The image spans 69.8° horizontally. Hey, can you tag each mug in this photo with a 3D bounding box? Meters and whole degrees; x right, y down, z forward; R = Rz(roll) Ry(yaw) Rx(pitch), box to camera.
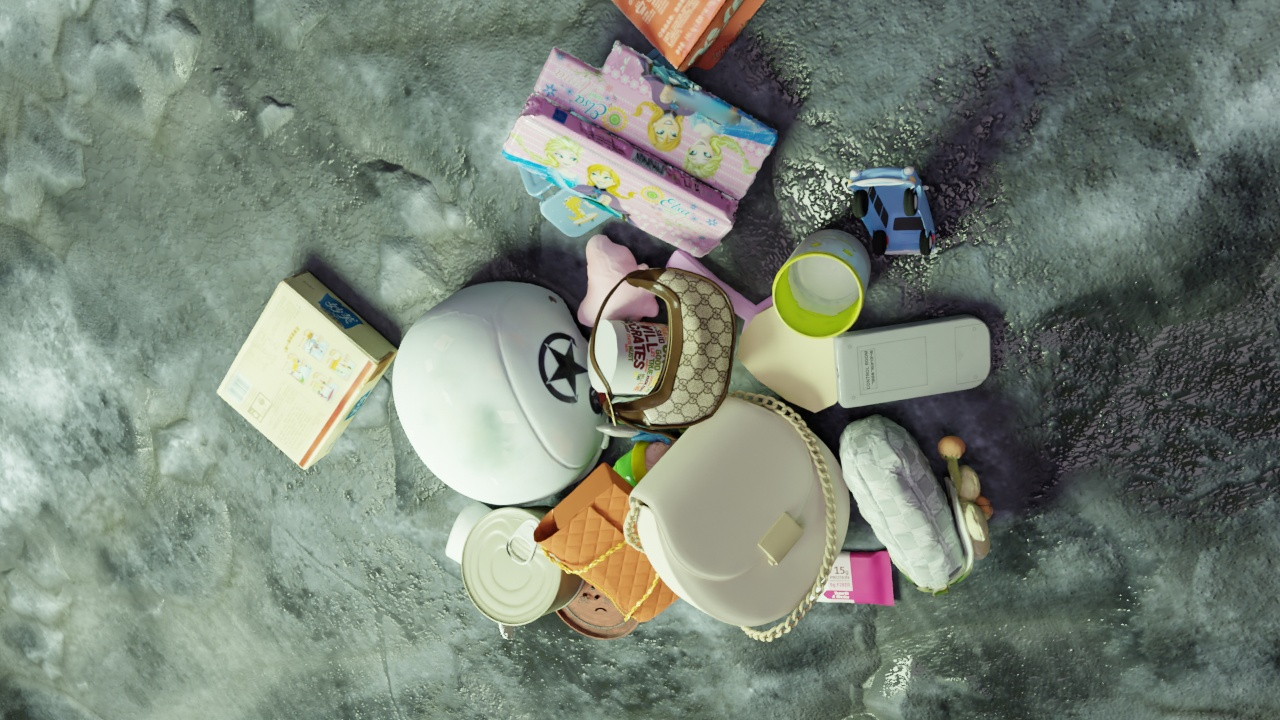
[{"bbox_3d":[0.175,-0.075,0.875,0.083,0.106,0.083,7,112,17],"label":"mug"},{"bbox_3d":[-0.006,0.006,0.971,0.089,0.073,0.105,4,146,-26],"label":"mug"}]

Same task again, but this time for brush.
[{"bbox_3d":[0.121,-0.038,0.944,0.228,0.043,0.089,35,117,3],"label":"brush"}]

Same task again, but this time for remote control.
[{"bbox_3d":[0.265,-0.001,0.897,0.151,0.019,0.074,-9,109,0],"label":"remote control"}]

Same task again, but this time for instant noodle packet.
[{"bbox_3d":[0.019,-0.397,0.831,0.221,0.083,0.165,45,122,8],"label":"instant noodle packet"}]

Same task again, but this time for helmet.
[{"bbox_3d":[-0.163,0.056,1.013,0.237,0.163,0.264,-12,106,24],"label":"helmet"}]

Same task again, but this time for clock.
[{"bbox_3d":[-0.046,0.251,1.097,0.121,0.072,0.158,-6,109,21],"label":"clock"}]

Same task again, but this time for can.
[{"bbox_3d":[-0.129,0.228,1.038,0.128,0.073,0.127,-2,85,23],"label":"can"}]

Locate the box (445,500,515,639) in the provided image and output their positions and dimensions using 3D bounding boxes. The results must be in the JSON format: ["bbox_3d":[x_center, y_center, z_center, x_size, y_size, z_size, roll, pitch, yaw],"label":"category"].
[{"bbox_3d":[-0.185,0.263,1.149,0.136,0.083,0.144,30,111,5],"label":"box"}]

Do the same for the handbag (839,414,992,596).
[{"bbox_3d":[0.278,0.130,0.920,0.123,0.112,0.171,-29,98,17],"label":"handbag"}]

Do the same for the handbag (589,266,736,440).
[{"bbox_3d":[0.019,-0.008,0.901,0.138,0.063,0.166,7,92,-10],"label":"handbag"}]

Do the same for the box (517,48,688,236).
[{"bbox_3d":[-0.026,-0.213,0.925,0.210,0.049,0.120,-29,98,28],"label":"box"}]

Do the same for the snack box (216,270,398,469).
[{"bbox_3d":[-0.416,0.014,1.143,0.153,0.055,0.208,41,117,0],"label":"snack box"}]

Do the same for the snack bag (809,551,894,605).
[{"bbox_3d":[0.185,0.246,1.048,0.197,0.016,0.070,-3,108,20],"label":"snack bag"}]

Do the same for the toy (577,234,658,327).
[{"bbox_3d":[-0.022,-0.078,0.973,0.093,0.050,0.102,12,110,18],"label":"toy"}]

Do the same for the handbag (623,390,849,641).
[{"bbox_3d":[0.104,0.157,0.947,0.210,0.103,0.208,-46,107,-15],"label":"handbag"}]

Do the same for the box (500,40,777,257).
[{"bbox_3d":[-0.002,-0.196,0.867,0.230,0.066,0.159,25,128,-14],"label":"box"}]

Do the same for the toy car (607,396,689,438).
[{"bbox_3d":[0.016,0.061,1.008,0.105,0.048,0.033,17,75,-10],"label":"toy car"}]

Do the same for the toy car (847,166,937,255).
[{"bbox_3d":[0.229,-0.136,0.823,0.056,0.153,0.054,3,74,27],"label":"toy car"}]

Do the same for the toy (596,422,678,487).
[{"bbox_3d":[0.010,0.125,1.012,0.131,0.096,0.124,14,153,30],"label":"toy"}]

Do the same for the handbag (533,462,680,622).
[{"bbox_3d":[-0.018,0.206,0.982,0.109,0.060,0.172,-41,120,6],"label":"handbag"}]
